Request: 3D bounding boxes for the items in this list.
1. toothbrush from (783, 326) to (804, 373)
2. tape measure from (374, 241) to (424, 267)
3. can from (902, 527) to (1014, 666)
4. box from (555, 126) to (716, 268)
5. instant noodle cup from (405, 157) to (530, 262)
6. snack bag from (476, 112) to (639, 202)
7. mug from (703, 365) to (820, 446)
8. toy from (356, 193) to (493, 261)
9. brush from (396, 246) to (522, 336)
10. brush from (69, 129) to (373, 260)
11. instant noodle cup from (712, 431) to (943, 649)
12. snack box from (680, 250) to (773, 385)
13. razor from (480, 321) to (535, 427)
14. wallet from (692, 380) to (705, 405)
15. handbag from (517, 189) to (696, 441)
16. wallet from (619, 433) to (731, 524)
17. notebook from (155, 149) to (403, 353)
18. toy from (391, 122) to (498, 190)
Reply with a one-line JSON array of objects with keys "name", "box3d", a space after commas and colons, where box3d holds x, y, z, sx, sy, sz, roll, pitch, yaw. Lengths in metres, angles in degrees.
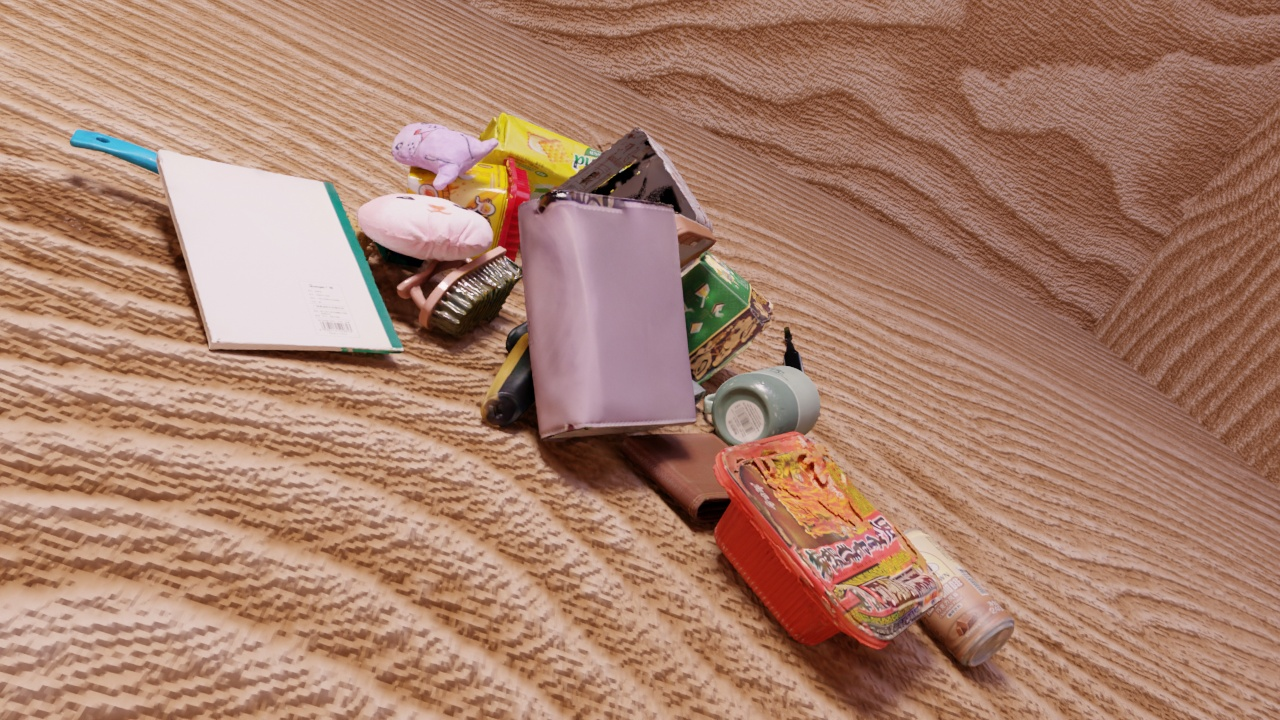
[{"name": "toothbrush", "box3d": [0.204, -0.003, 1.234, 0.026, 0.027, 0.212, -14, 20, 11]}, {"name": "tape measure", "box3d": [-0.240, -0.115, 0.919, 0.054, 0.025, 0.058, 12, 32, -42]}, {"name": "can", "box3d": [0.265, 0.206, 0.805, 0.058, 0.059, 0.116, 9, 30, -43]}, {"name": "box", "box3d": [-0.038, -0.141, 0.963, 0.157, 0.181, 0.197, 60, 17, 8]}, {"name": "instant noodle cup", "box3d": [-0.191, -0.162, 0.983, 0.123, 0.116, 0.116, 10, 28, -16]}, {"name": "snack bag", "box3d": [-0.109, -0.212, 1.122, 0.246, 0.158, 0.068, 17, 64, -30]}, {"name": "mug", "box3d": [0.115, 0.049, 0.949, 0.112, 0.082, 0.106, 7, 9, 31]}, {"name": "toy", "box3d": [-0.204, -0.127, 0.853, 0.121, 0.054, 0.159, 6, 13, -25]}, {"name": "brush", "box3d": [-0.170, -0.067, 0.853, 0.073, 0.063, 0.145, 35, 23, 2]}, {"name": "brush", "box3d": [-0.348, -0.138, 0.792, 0.254, 0.046, 0.083, 23, 25, -32]}, {"name": "instant noodle cup", "box3d": [0.137, 0.146, 0.729, 0.164, 0.079, 0.189, -3, 48, -53]}, {"name": "snack box", "box3d": [0.071, -0.055, 1.024, 0.105, 0.118, 0.118, 48, 18, -8]}, {"name": "razor", "box3d": [-0.102, 0.008, 0.800, 0.068, 0.062, 0.167, 2, 25, 11]}, {"name": "wallet", "box3d": [-0.006, 0.005, 0.936, 0.130, 0.037, 0.106, 37, 22, 19]}, {"name": "handbag", "box3d": [-0.034, -0.034, 0.775, 0.144, 0.099, 0.197, 3, 78, -53]}, {"name": "wallet", "box3d": [0.054, 0.101, 0.813, 0.124, 0.032, 0.101, 6, 29, -47]}, {"name": "notebook", "box3d": [-0.290, -0.086, 0.737, 0.150, 0.012, 0.209, 3, 46, -43]}, {"name": "toy", "box3d": [-0.207, -0.210, 0.926, 0.108, 0.039, 0.083, 28, 59, 29]}]
